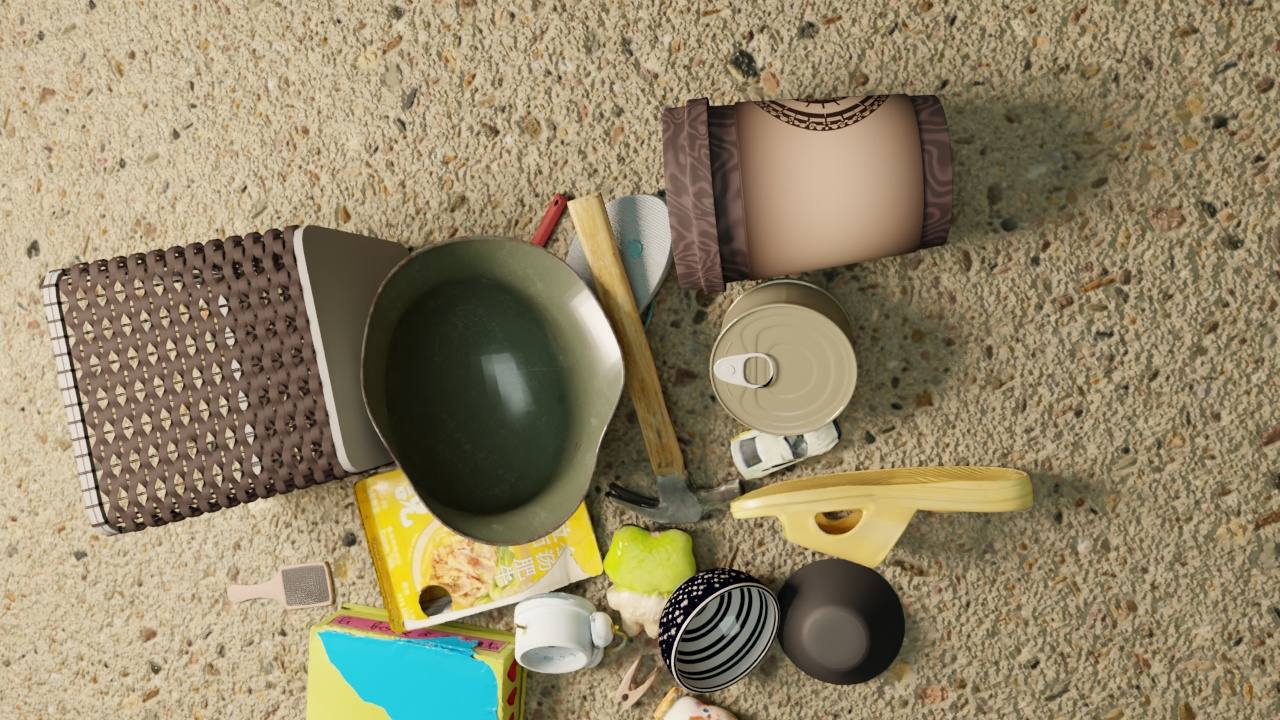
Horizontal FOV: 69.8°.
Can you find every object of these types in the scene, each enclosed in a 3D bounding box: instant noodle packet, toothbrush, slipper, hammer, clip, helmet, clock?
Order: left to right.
[{"bbox_3d":[-0.162,0.169,0.941,0.222,0.084,0.163,-16,91,7],"label":"instant noodle packet"},{"bbox_3d":[-0.144,0.040,0.842,0.226,0.154,0.267,-8,77,-24],"label":"helmet"},{"bbox_3d":[-0.126,-0.086,0.943,0.016,0.016,0.190,32,100,11],"label":"toothbrush"},{"bbox_3d":[-0.071,0.273,0.915,0.117,0.057,0.083,9,137,-11],"label":"clock"},{"bbox_3d":[-0.041,-0.047,0.913,0.098,0.054,0.269,31,111,13],"label":"slipper"},{"bbox_3d":[-0.012,0.323,0.931,0.045,0.025,0.061,42,105,9],"label":"clip"},{"bbox_3d":[-0.005,0.005,0.871,0.132,0.033,0.330,-13,104,17],"label":"hammer"},{"bbox_3d":[0.215,0.141,0.828,0.263,0.099,0.078,-6,93,10],"label":"slipper"}]

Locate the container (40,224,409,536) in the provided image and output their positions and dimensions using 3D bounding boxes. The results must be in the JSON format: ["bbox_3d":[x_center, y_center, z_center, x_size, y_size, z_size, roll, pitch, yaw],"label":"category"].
[{"bbox_3d":[-0.362,0.010,0.894,0.244,0.247,0.245,-12,90,11],"label":"container"}]

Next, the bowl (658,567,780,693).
[{"bbox_3d":[0.065,0.246,0.874,0.066,0.120,0.120,37,105,53],"label":"bowl"}]

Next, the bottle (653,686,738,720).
[{"bbox_3d":[0.066,0.366,0.894,0.109,0.063,0.063,38,101,10],"label":"bottle"}]

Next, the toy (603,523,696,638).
[{"bbox_3d":[0.008,0.220,0.911,0.092,0.043,0.118,5,101,4],"label":"toy"}]

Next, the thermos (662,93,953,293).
[{"bbox_3d":[0.142,-0.152,0.800,0.226,0.172,0.172,-5,91,8],"label":"thermos"}]

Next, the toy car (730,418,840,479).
[{"bbox_3d":[0.138,0.078,0.877,0.105,0.033,0.048,-24,85,13],"label":"toy car"}]

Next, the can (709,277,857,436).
[{"bbox_3d":[0.131,-0.005,0.831,0.128,0.073,0.128,5,116,10],"label":"can"}]

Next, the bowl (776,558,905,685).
[{"bbox_3d":[0.185,0.254,0.862,0.124,0.052,0.124,1,93,14],"label":"bowl"}]

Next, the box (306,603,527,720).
[{"bbox_3d":[-0.232,0.338,0.964,0.221,0.079,0.124,3,95,11],"label":"box"}]

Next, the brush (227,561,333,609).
[{"bbox_3d":[-0.410,0.258,1.034,0.136,0.015,0.050,-10,90,15],"label":"brush"}]
